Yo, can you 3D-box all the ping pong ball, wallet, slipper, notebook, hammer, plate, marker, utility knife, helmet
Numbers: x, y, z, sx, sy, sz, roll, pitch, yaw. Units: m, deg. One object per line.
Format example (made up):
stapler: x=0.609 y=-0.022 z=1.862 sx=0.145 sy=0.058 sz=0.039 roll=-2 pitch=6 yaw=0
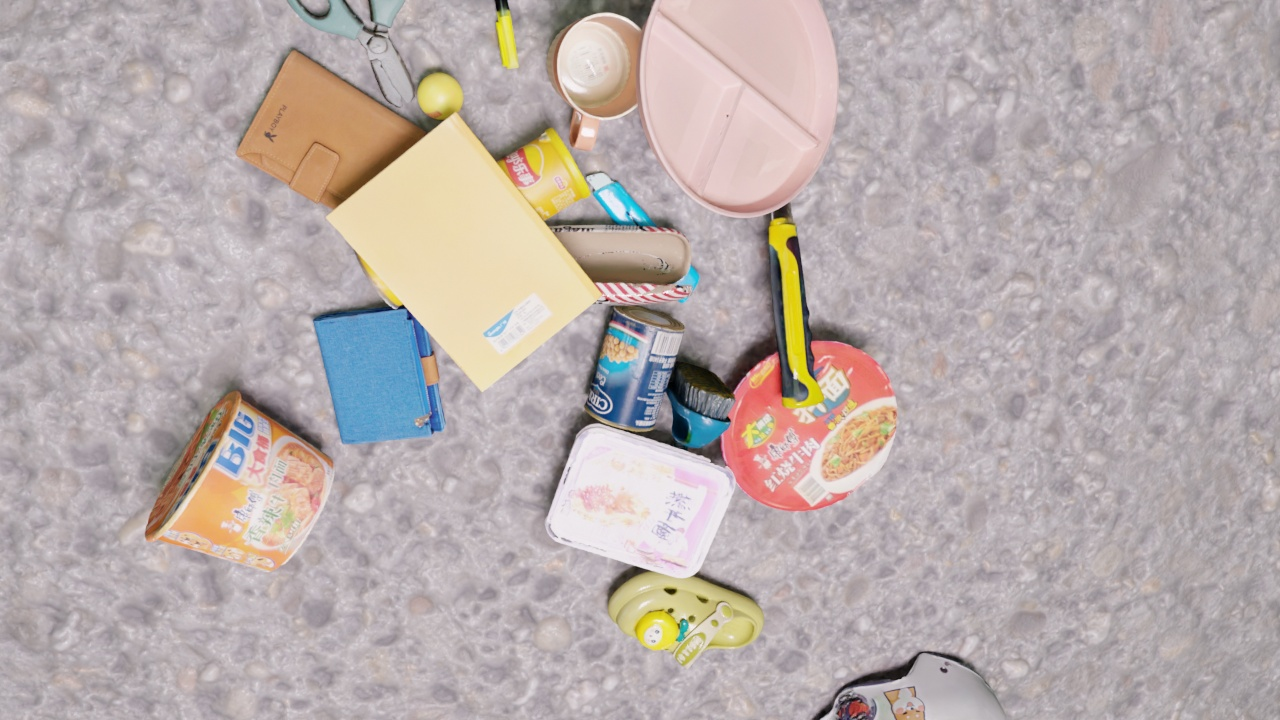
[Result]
ping pong ball: x=-0.178 y=-0.235 z=0.817 sx=0.040 sy=0.040 sz=0.040 roll=-4 pitch=109 yaw=-11
wallet: x=-0.275 y=-0.193 z=0.819 sx=0.131 sy=0.031 sz=0.108 roll=31 pitch=99 yaw=-18
wallet: x=-0.251 y=0.014 z=0.890 sx=0.106 sy=0.040 sz=0.133 roll=-7 pitch=110 yaw=0
slipper: x=0.059 y=0.295 z=1.023 sx=0.190 sy=0.081 sz=0.092 roll=18 pitch=118 yaw=-21
notebook: x=-0.152 y=-0.091 z=0.811 sx=0.146 sy=0.010 sz=0.206 roll=-39 pitch=108 yaw=3
hammer: x=0.137 y=-0.114 z=0.892 sx=0.126 sy=0.032 sz=0.323 roll=-7 pitch=95 yaw=-7
plate: x=0.086 y=-0.240 z=0.800 sx=0.229 sy=0.028 sz=0.229 roll=-7 pitch=103 yaw=-35
marker: x=-0.125 y=-0.322 z=0.810 sx=0.015 sy=0.018 sz=0.124 roll=-13 pitch=110 yaw=-13
utility knife: x=0.003 y=-0.124 z=0.906 sx=0.034 sy=0.018 sz=0.159 roll=-41 pitch=110 yaw=4
helmet: x=0.340 y=0.507 z=1.119 sx=0.274 sy=0.157 sz=0.230 roll=-27 pitch=111 yaw=-2

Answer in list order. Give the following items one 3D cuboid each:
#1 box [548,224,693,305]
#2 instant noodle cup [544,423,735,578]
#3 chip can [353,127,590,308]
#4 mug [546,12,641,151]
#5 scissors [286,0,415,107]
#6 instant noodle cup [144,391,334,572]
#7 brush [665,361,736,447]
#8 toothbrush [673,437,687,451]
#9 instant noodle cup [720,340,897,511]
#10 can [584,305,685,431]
box: x=-0.031 y=-0.095 z=0.881 sx=0.163 sy=0.076 sz=0.087 roll=-1 pitch=87 yaw=0
instant noodle cup: x=-0.002 y=0.139 z=0.964 sx=0.173 sy=0.060 sz=0.138 roll=18 pitch=106 yaw=-10
chip can: x=-0.153 y=-0.129 z=0.843 sx=0.213 sy=0.072 sz=0.072 roll=-31 pitch=112 yaw=0
mug: x=-0.042 y=-0.243 z=0.808 sx=0.081 sy=0.106 sz=0.115 roll=9 pitch=107 yaw=-14
scissors: x=-0.259 y=-0.296 z=0.791 sx=0.129 sy=0.019 sz=0.185 roll=-5 pitch=108 yaw=-10
instant noodle cup: x=-0.365 y=0.119 z=0.851 sx=0.111 sy=0.151 sz=0.151 roll=34 pitch=99 yaw=-28
brush: x=0.054 y=0.047 z=0.907 sx=0.055 sy=0.144 sz=0.073 roll=17 pitch=99 yaw=-10
toothbrush: x=0.045 y=0.164 z=1.016 sx=0.018 sy=0.016 sz=0.192 roll=-1 pitch=109 yaw=-1
instant noodle cup: x=0.172 y=0.063 z=0.980 sx=0.193 sy=0.066 sz=0.194 roll=-3 pitch=108 yaw=-10
can: x=-0.005 y=0.005 z=0.918 sx=0.075 sy=0.075 sz=0.111 roll=13 pitch=105 yaw=-16
